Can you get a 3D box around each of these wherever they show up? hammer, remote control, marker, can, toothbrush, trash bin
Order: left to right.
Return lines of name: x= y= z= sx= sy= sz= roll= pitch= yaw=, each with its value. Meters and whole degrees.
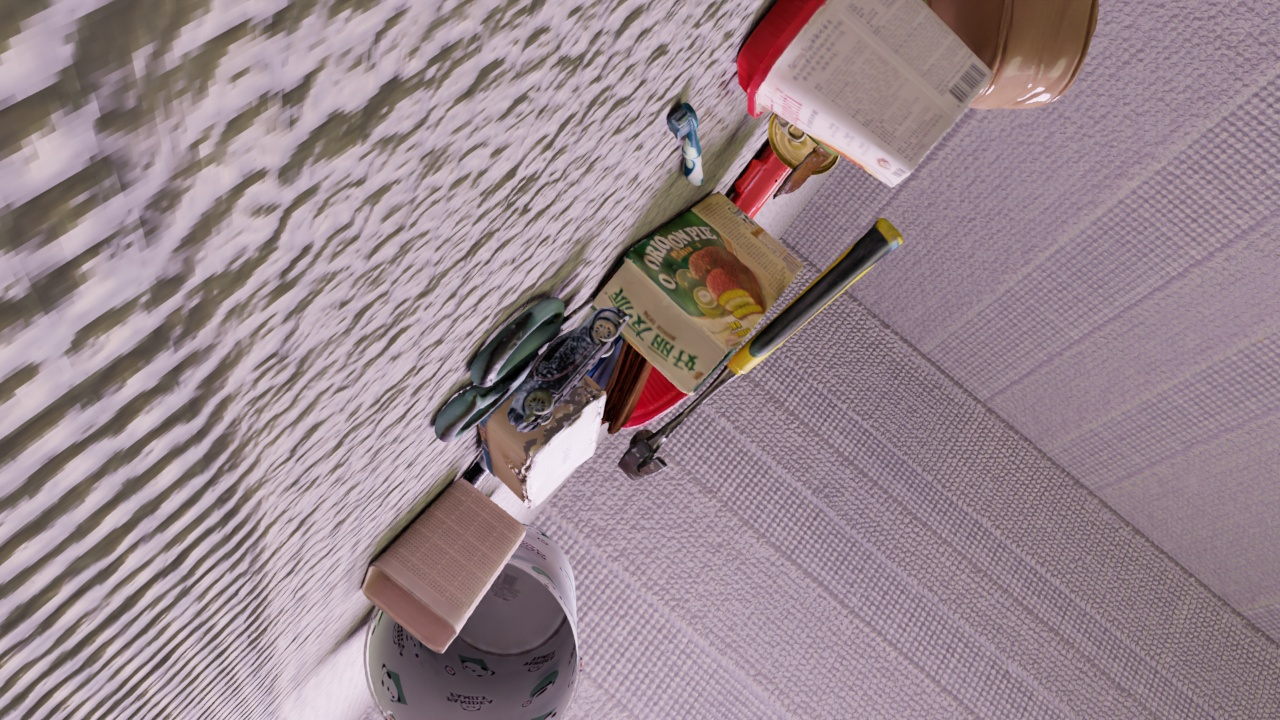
trash bin: x=-0.176 y=0.307 z=1.078 sx=0.229 sy=0.229 sz=0.252 roll=-50 pitch=-178 yaw=2
marker: x=-0.120 y=0.068 z=0.815 sx=0.131 sy=0.018 sz=0.022 roll=-51 pitch=-160 yaw=15
remote control: x=-0.026 y=-0.002 z=0.924 sx=0.135 sy=0.020 sz=0.056 roll=-64 pitch=-167 yaw=-25
toothbrush: x=0.030 y=-0.133 z=0.592 sx=0.018 sy=0.016 sz=0.191 roll=-40 pitch=177 yaw=3
hammer: x=0.100 y=-0.005 z=0.814 sx=0.324 sy=0.032 sz=0.126 roll=-43 pitch=-179 yaw=13
can: x=0.182 y=-0.239 z=0.882 sx=0.110 sy=0.075 sz=0.075 roll=-48 pitch=176 yaw=-32

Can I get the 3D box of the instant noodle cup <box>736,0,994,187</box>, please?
instant noodle cup: x=0.138 y=-0.178 z=0.567 sx=0.117 sy=0.124 sz=0.116 roll=-50 pitch=176 yaw=8

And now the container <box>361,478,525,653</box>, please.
container: x=-0.166 y=0.174 z=0.792 sx=0.110 sy=0.090 sz=0.090 roll=-51 pitch=178 yaw=-37

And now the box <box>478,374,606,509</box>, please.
box: x=-0.079 y=0.061 z=0.747 sx=0.089 sy=0.059 sz=0.185 roll=-42 pitch=170 yaw=-21

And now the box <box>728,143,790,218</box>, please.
box: x=0.146 y=-0.212 z=1.040 sx=0.201 sy=0.038 sz=0.157 roll=-53 pitch=176 yaw=27

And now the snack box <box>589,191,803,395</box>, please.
snack box: x=0.058 y=-0.068 z=0.803 sx=0.063 sy=0.114 sz=0.239 roll=-49 pitch=178 yaw=32

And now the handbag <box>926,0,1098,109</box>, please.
handbag: x=0.250 y=-0.270 z=0.607 sx=0.147 sy=0.099 sz=0.204 roll=-117 pitch=-150 yaw=-77

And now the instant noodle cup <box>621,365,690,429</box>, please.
instant noodle cup: x=0.021 y=-0.015 z=0.998 sx=0.194 sy=0.066 sz=0.193 roll=-39 pitch=-162 yaw=15

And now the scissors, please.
scissors: x=-0.065 y=-0.016 z=0.596 sx=0.179 sy=0.019 sz=0.140 roll=-44 pitch=173 yaw=-48

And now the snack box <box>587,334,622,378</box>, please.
snack box: x=-0.043 y=-0.011 z=0.854 sx=0.157 sy=0.026 sz=0.084 roll=-51 pitch=178 yaw=27

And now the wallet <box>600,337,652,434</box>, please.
wallet: x=-0.005 y=0.005 z=0.848 sx=0.101 sy=0.032 sz=0.124 roll=-33 pitch=146 yaw=-80

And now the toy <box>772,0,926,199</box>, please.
toy: x=0.184 y=-0.240 z=0.718 sx=0.246 sy=0.090 sz=0.227 roll=-52 pitch=156 yaw=-11

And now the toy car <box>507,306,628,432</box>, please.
toy car: x=-0.048 y=0.003 z=0.597 sx=0.105 sy=0.031 sz=0.049 roll=-47 pitch=177 yaw=-15
